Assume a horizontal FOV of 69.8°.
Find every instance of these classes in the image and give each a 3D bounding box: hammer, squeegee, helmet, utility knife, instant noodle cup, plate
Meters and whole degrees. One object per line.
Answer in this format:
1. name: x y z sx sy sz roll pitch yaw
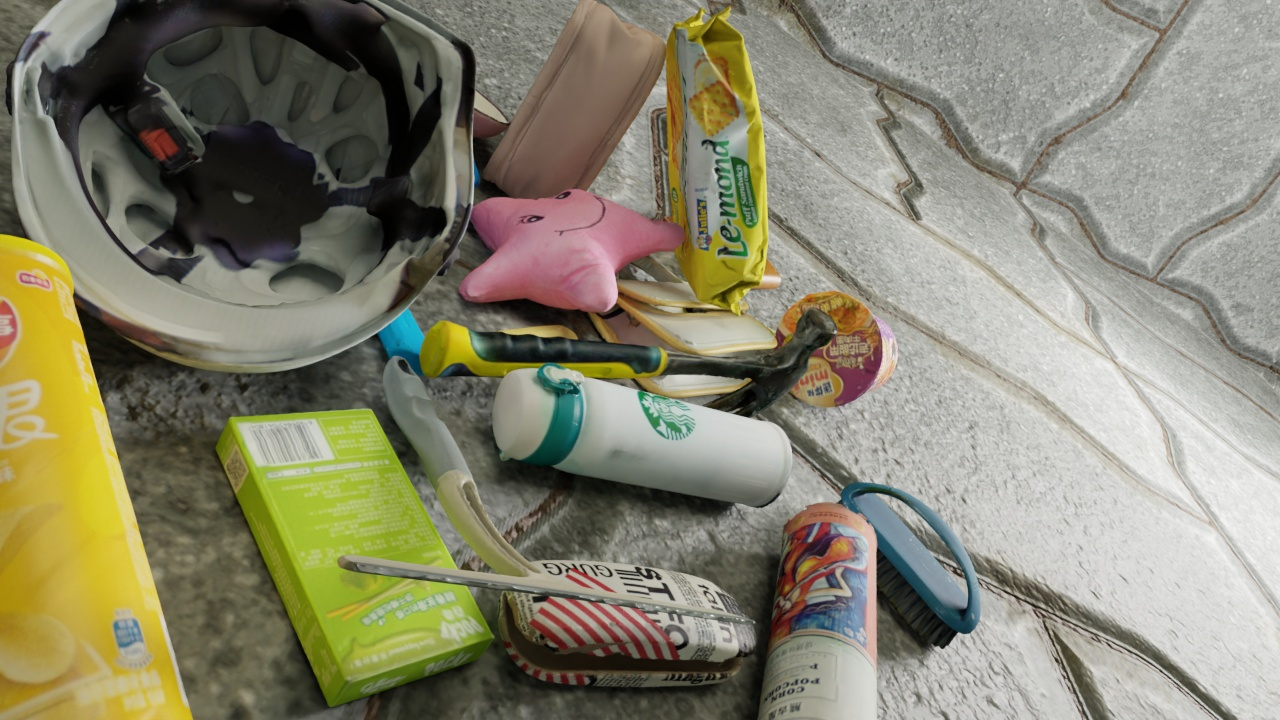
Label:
1. hammer: -0.004 0.004 0.672 0.322 0.126 0.032 3 45 -35
2. squeegee: -0.095 0.067 0.498 0.246 0.039 0.246 23 12 -44
3. helmet: -0.220 -0.102 0.525 0.229 0.146 0.258 15 68 -22
4. utility knife: -0.094 -0.012 0.682 0.151 0.018 0.031 -14 62 -52
5. instant noodle cup: 0.203 -0.009 0.917 0.111 0.112 0.099 52 25 24
6. utility knife: -0.186 -0.054 0.639 0.034 0.018 0.166 19 31 -53
7. plate: -0.211 -0.264 0.856 0.192 0.039 0.192 36 13 -10

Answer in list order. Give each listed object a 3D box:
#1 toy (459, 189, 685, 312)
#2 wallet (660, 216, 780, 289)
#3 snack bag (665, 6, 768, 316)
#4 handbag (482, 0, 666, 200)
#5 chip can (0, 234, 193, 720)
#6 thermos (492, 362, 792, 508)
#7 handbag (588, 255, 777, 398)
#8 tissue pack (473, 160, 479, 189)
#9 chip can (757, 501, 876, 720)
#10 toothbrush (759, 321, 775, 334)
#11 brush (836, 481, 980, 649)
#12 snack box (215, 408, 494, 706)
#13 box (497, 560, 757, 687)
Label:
1. toy: -0.075 -0.093 0.751 0.179 0.075 0.194 20 38 22
2. wallet: 0.089 -0.127 1.024 0.130 0.035 0.119 -5 50 -53
3. snack bag: 0.064 -0.178 0.804 0.068 0.247 0.158 -6 21 -4
4. handbag: -0.068 -0.260 0.904 0.093 0.194 0.233 29 20 -18
5. chip can: -0.230 0.056 0.345 0.072 0.072 0.213 -4 59 -50
6. thermos: 0.004 0.053 0.637 0.224 0.073 0.073 16 36 -34
7. handbag: 0.024 -0.050 0.826 0.163 0.063 0.178 -3 45 -52
8. tissue pack: -0.179 -0.178 0.725 0.094 0.052 0.157 -70 147 -59
9. chip can: 0.116 0.178 0.584 0.071 0.071 0.214 35 29 -4
10. toothbrush: 0.129 -0.035 0.955 0.191 0.018 0.016 20 34 -28
11. brush: 0.214 0.152 0.725 0.144 0.074 0.055 50 27 22
12. snack box: -0.146 0.091 0.466 0.085 0.026 0.156 -2 47 -49
13. box: -0.001 0.143 0.515 0.164 0.065 0.074 14 53 -36
